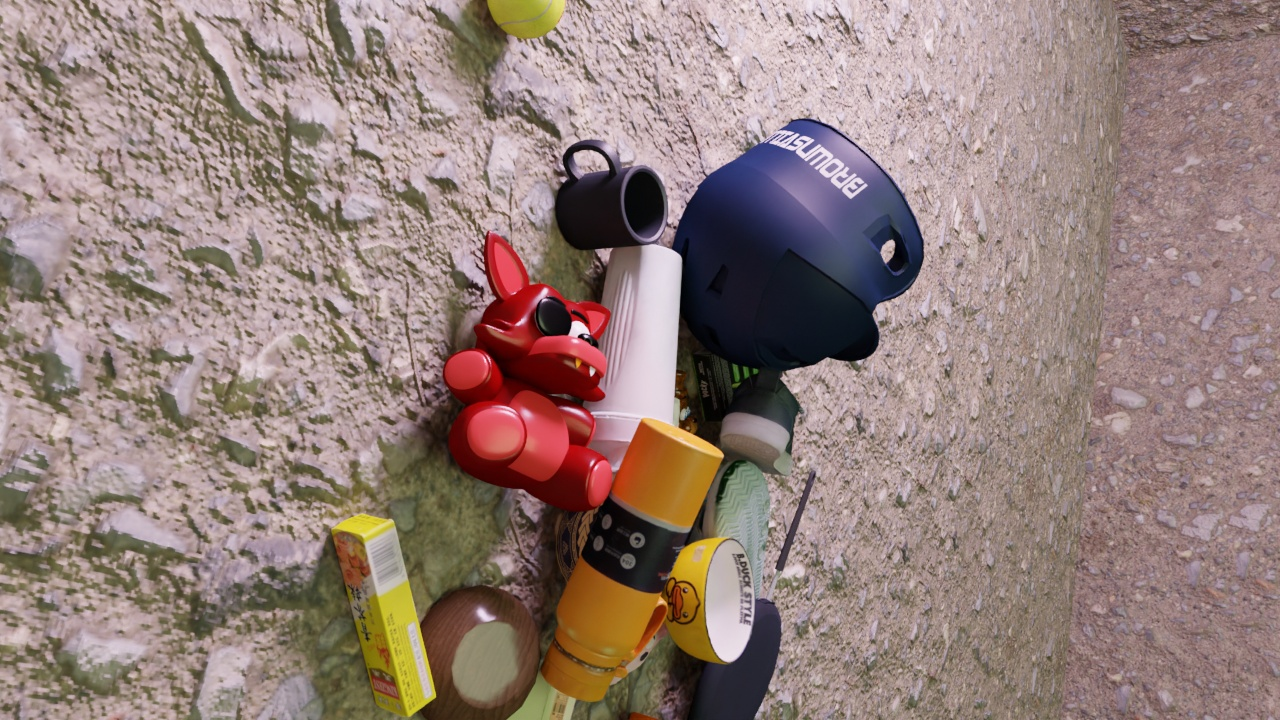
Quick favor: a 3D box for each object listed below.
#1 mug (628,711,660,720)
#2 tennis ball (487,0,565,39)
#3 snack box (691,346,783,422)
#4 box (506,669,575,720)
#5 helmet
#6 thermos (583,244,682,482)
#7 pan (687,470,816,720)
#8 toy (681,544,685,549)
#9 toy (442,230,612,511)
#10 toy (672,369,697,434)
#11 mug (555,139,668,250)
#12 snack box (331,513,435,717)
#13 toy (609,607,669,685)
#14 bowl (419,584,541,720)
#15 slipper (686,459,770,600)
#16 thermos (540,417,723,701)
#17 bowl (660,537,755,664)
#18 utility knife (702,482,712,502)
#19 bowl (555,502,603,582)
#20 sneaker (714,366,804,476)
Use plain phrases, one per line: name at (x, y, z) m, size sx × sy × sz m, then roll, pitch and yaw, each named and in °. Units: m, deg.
mug at (0.014, 0.415, 0.922) m, size 0.113 × 0.078 × 0.095 m, roll 84°, pitch 24°, yaw -65°
tennis ball at (-0.095, -0.301, 0.761) m, size 0.065 × 0.065 × 0.065 m, roll -1°, pitch 92°, yaw -52°
snack box at (0.116, 0.007, 1.074) m, size 0.147 × 0.025 × 0.080 m, roll -30°, pitch 114°, yaw -48°
box at (-0.110, 0.356, 0.778) m, size 0.140 × 0.047 × 0.187 m, roll 41°, pitch 59°, yaw -48°
helmet at (0.145, -0.088, 0.958) m, size 0.223 × 0.232 × 0.272 m, roll -42°, pitch 141°, yaw -5°
thermos at (-0.005, 0.005, 0.868) m, size 0.099 × 0.099 × 0.220 m, roll 25°, pitch 68°, yaw -50°
pan at (0.139, 0.294, 1.043) m, size 0.198 × 0.021 × 0.356 m, roll 30°, pitch 80°, yaw -59°
toy at (0.024, 0.199, 0.944) m, size 0.063 × 0.047 × 0.110 m, roll -32°, pitch 112°, yaw -57°
toy at (-0.084, 0.013, 0.748) m, size 0.158 × 0.121 × 0.196 m, roll 30°, pitch 59°, yaw -40°
toy at (0.031, 0.066, 0.935) m, size 0.087 × 0.067 × 0.113 m, roll -25°, pitch 125°, yaw -75°
mug at (-0.032, -0.152, 0.835) m, size 0.071 × 0.078 × 0.105 m, roll -54°, pitch 130°, yaw -37°
snack box at (-0.188, 0.187, 0.673) m, size 0.028 × 0.040 × 0.148 m, roll -25°, pitch 110°, yaw -48°
toy at (-0.004, 0.258, 0.897) m, size 0.095 × 0.053 × 0.099 m, roll -9°, pitch 101°, yaw -37°
bowl at (-0.126, 0.241, 0.736) m, size 0.117 × 0.030 × 0.117 m, roll 5°, pitch 81°, yaw -36°
slipper at (0.087, 0.219, 1.009) m, size 0.103 × 0.074 × 0.246 m, roll -37°, pitch 135°, yaw -45°
thermos at (-0.004, 0.171, 0.768) m, size 0.076 × 0.091 × 0.233 m, roll -108°, pitch -139°, yaw -86°
bowl at (0.058, 0.231, 0.888) m, size 0.117 × 0.068 × 0.117 m, roll 17°, pitch 71°, yaw -59°
utility knife at (0.084, 0.150, 1.047) m, size 0.123 × 0.015 × 0.022 m, roll -5°, pitch 108°, yaw -55°
bowl at (-0.014, 0.168, 0.844) m, size 0.112 × 0.061 × 0.112 m, roll 9°, pitch 72°, yaw -28°
sneaker at (0.131, 0.068, 0.994) m, size 0.236 × 0.089 × 0.087 m, roll 69°, pitch 37°, yaw -73°
